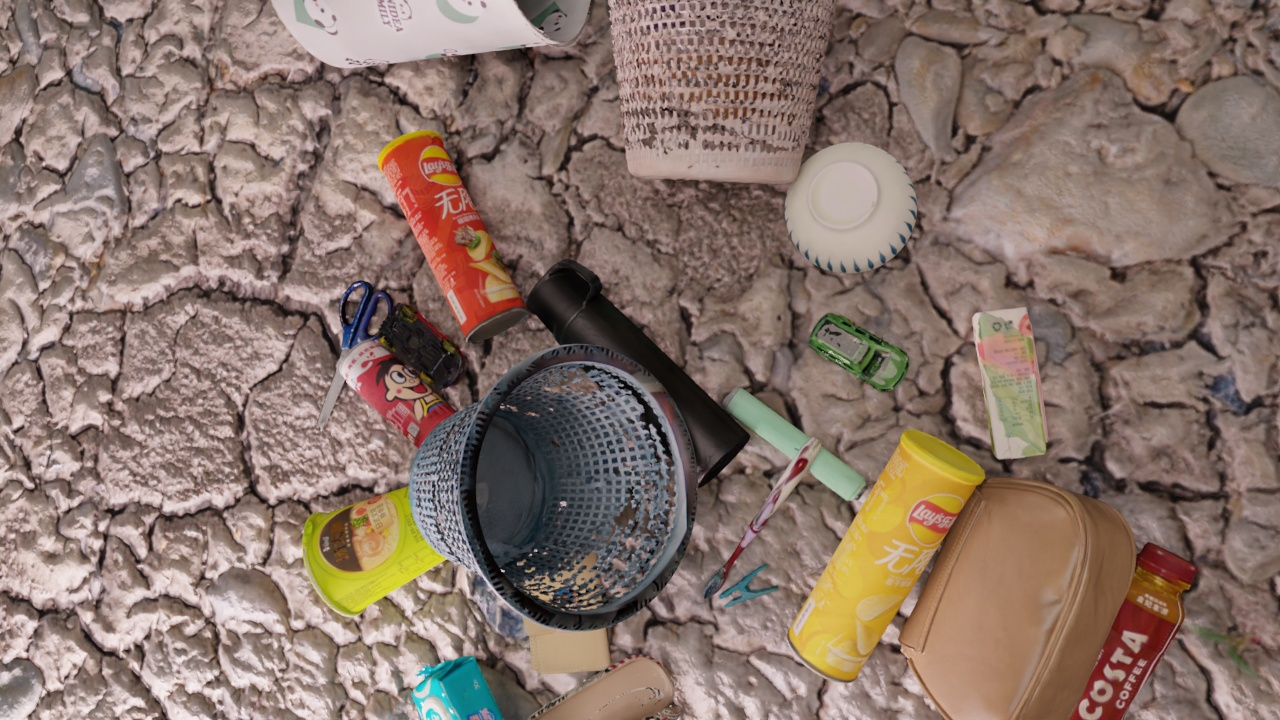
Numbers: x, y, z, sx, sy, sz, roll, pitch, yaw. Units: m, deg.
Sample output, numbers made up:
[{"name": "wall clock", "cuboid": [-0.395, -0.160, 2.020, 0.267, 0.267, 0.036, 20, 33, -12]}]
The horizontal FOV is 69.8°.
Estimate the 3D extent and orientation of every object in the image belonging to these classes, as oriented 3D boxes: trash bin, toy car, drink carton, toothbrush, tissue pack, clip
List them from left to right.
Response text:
[{"name": "toy car", "cuboid": [-0.224, -0.014, 0.950, 0.106, 0.031, 0.049, 38, 99, 17]}, {"name": "trash bin", "cuboid": [-0.205, -0.393, 0.871, 0.252, 0.229, 0.229, -4, 86, 22]}, {"name": "tissue pack", "cuboid": [-0.171, 0.351, 0.884, 0.093, 0.050, 0.133, -43, 71, 50]}, {"name": "trash bin", "cuboid": [-0.096, 0.108, 0.802, 0.196, 0.226, 0.226, -10, 83, 53]}, {"name": "trash bin", "cuboid": [0.066, -0.252, 0.788, 0.228, 0.227, 0.192, 6, 101, 18]}, {"name": "clip", "cuboid": [0.098, 0.210, 0.845, 0.056, 0.014, 0.039, -29, 78, 13]}, {"name": "toothbrush", "cuboid": [0.107, 0.144, 0.827, 0.016, 0.017, 0.188, 37, 108, 16]}, {"name": "toothbrush", "cuboid": [0.168, 0.097, 0.821, 0.224, 0.026, 0.027, 37, 98, 16]}, {"name": "toy car", "cuboid": [0.193, -0.008, 0.815, 0.091, 0.036, 0.043, 31, 95, 13]}, {"name": "drink carton", "cuboid": [0.309, 0.019, 0.766, 0.045, 0.053, 0.122, -9, 85, 17]}]

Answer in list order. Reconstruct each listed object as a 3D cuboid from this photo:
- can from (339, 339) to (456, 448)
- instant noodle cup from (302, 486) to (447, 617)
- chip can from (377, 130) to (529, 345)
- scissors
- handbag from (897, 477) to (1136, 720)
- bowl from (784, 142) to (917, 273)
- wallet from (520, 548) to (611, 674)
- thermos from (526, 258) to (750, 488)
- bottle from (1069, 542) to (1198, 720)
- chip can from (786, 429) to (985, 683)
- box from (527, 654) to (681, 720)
[{"name": "can", "cuboid": [-0.246, 0.037, 0.943, 0.133, 0.053, 0.053, 39, 99, 16]}, {"name": "instant noodle cup", "cuboid": [-0.252, 0.179, 0.916, 0.123, 0.111, 0.111, -25, 80, 7]}, {"name": "chip can", "cuboid": [-0.189, -0.125, 0.923, 0.073, 0.073, 0.216, -31, 78, 14]}, {"name": "scissors", "cuboid": [-0.326, -0.007, 0.994, 0.175, 0.012, 0.108, -43, 78, 12]}, {"name": "handbag", "cuboid": [0.297, 0.193, 0.728, 0.148, 0.099, 0.204, 32, 101, 62]}, {"name": "bowl", "cuboid": [0.182, -0.138, 0.807, 0.117, 0.066, 0.116, -1, 86, 18]}, {"name": "wallet", "cuboid": [-0.077, 0.245, 0.895, 0.087, 0.024, 0.115, -10, 85, 18]}, {"name": "thermos", "cuboid": [-0.005, 0.005, 0.850, 0.242, 0.090, 0.068, 45, 58, 14]}, {"name": "bottle", "cuboid": [0.380, 0.230, 0.729, 0.057, 0.057, 0.175, 28, 96, 17]}, {"name": "chip can", "cuboid": [0.200, 0.164, 0.764, 0.072, 0.072, 0.214, 31, 107, 17]}, {"name": "box", "cuboid": [-0.042, 0.336, 0.858, 0.163, 0.076, 0.088, -37, 60, 15]}]
